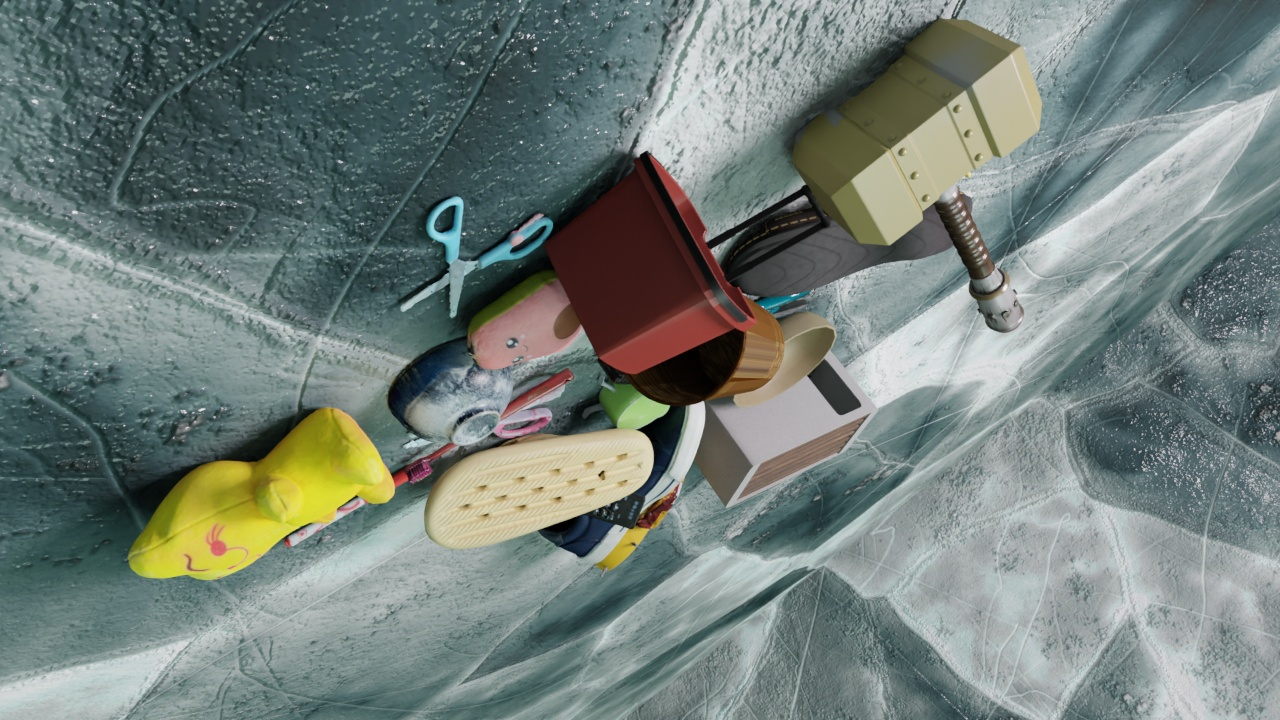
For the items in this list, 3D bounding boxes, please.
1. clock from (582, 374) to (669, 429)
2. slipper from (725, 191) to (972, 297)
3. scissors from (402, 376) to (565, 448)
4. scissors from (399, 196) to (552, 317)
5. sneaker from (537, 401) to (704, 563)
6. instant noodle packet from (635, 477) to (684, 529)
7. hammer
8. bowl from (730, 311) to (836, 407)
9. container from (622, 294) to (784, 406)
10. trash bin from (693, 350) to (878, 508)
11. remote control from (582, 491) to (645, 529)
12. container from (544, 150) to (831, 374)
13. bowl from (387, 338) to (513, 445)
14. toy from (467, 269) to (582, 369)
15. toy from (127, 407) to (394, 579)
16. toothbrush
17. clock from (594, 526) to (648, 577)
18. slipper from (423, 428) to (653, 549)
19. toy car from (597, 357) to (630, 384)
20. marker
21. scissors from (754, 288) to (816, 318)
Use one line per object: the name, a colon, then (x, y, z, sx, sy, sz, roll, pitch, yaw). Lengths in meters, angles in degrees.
clock: (0.002, 0.038, 1.029, 0.119, 0.042, 0.095, -18, 152, -32)
slipper: (0.213, -0.134, 0.952, 0.267, 0.075, 0.113, -15, 143, -8)
scissors: (-0.151, 0.050, 0.902, 0.178, 0.016, 0.103, -6, 144, -41)
scissors: (-0.130, -0.082, 0.690, 0.135, 0.015, 0.134, -37, 154, -7)
sneaker: (-0.037, 0.137, 1.122, 0.127, 0.120, 0.295, 26, 122, -24)
instant noodle packet: (0.036, 0.152, 1.206, 0.099, 0.039, 0.135, 112, 1, -49)
hammer: (0.301, -0.131, 0.871, 0.190, 0.100, 0.325, -38, 130, 7)
bowl: (0.165, -0.010, 1.132, 0.152, 0.050, 0.152, -28, 154, -15)
container: (0.072, -0.018, 0.924, 0.132, 0.132, 0.167, -43, 160, 18)
trash bin: (0.190, 0.089, 1.262, 0.228, 0.114, 0.115, -20, 151, -29)
remote control: (-0.071, 0.151, 1.057, 0.150, 0.022, 0.047, 19, 111, -8)
container: (0.044, -0.090, 0.729, 0.201, 0.148, 0.127, -31, 162, 13)
bowl: (-0.158, 0.038, 0.812, 0.114, 0.060, 0.114, -27, 153, -15)
toy: (-0.097, -0.030, 0.775, 0.109, 0.051, 0.090, -27, 153, -15)
toy: (-0.300, 0.107, 0.733, 0.193, 0.087, 0.134, -27, 172, -8)
toothbrush: (-0.147, 0.064, 0.893, 0.190, 0.016, 0.016, -32, 152, 0)
clock: (-0.028, 0.231, 1.276, 0.114, 0.052, 0.151, -44, -171, 20)
slipper: (-0.112, 0.120, 0.990, 0.261, 0.079, 0.111, -11, 122, -24)
toy car: (-0.006, 0.006, 0.960, 0.092, 0.040, 0.037, -7, 144, -49)
marker: (-0.284, 0.143, 0.900, 0.142, 0.013, 0.013, -30, 155, -9)
scissors: (0.140, -0.061, 1.049, 0.142, 0.019, 0.127, -38, 153, 19)
